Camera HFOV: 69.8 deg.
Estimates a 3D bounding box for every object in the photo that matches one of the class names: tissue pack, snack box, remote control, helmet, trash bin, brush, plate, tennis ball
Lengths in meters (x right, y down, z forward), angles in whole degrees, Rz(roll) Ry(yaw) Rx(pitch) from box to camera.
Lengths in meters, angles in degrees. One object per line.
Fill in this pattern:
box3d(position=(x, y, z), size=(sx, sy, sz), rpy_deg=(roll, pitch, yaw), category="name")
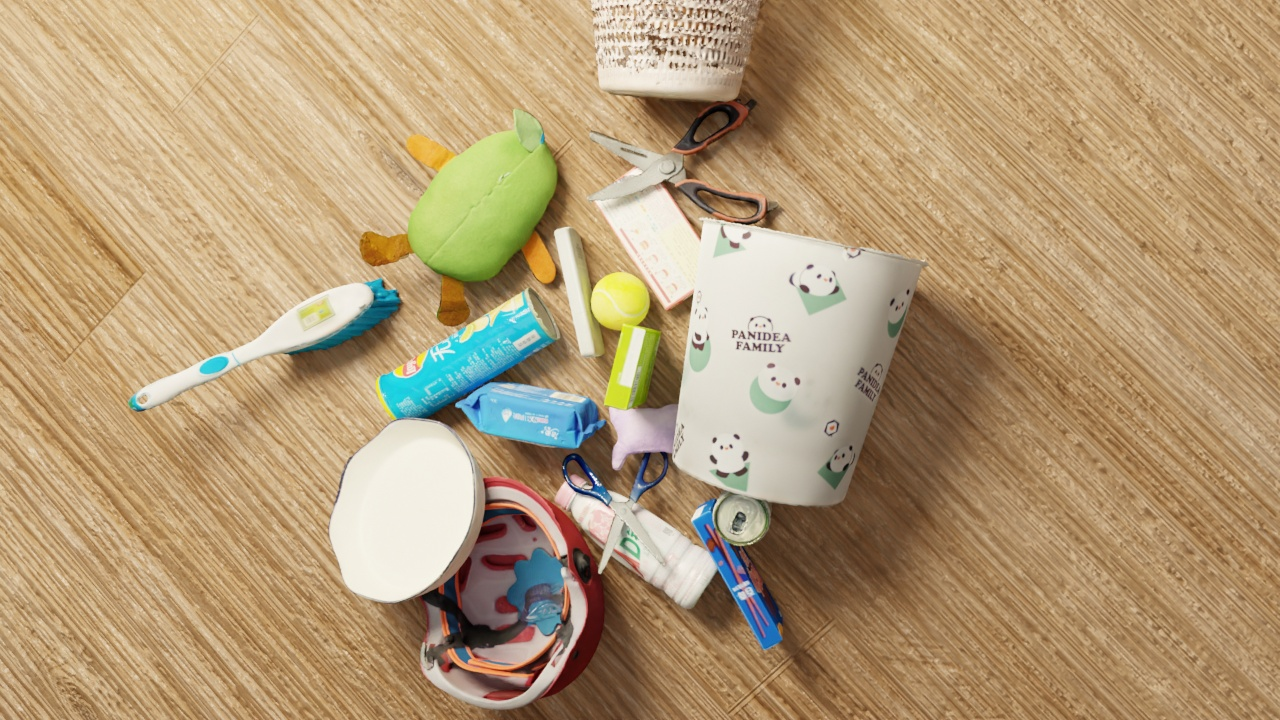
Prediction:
box3d(position=(-0.121, 0.062, 1.035), size=(0.157, 0.095, 0.052), rpy_deg=(11, 98, 9), category="tissue pack")
box3d(position=(-0.006, 0.006, 0.983), size=(0.026, 0.156, 0.086), rpy_deg=(14, 93, 7), category="snack box")
box3d(position=(-0.070, -0.077, 1.042), size=(0.021, 0.058, 0.150), rpy_deg=(-13, 88, 10), category="remote control")
box3d(position=(-0.130, 0.258, 1.017), size=(0.207, 0.144, 0.239), rpy_deg=(-14, 68, 24), category="helmet")
box3d(position=(0.036, -0.373, 0.955), size=(0.227, 0.227, 0.192), rpy_deg=(6, 104, 9), category="trash bin")
box3d(position=(-0.440, -0.016, 1.079), size=(0.315, 0.109, 0.060), rpy_deg=(-25, 89, 9), category="brush")
box3d(position=(0.147, 0.000, 0.932), size=(0.230, 0.229, 0.252), rpy_deg=(13, 98, 9), category="trash bin")
box3d(position=(-0.253, 0.165, 1.010), size=(0.205, 0.045, 0.204), rpy_deg=(-12, 66, 28), category="plate")
box3d(position=(-0.023, -0.066, 1.031), size=(0.065, 0.065, 0.065), rpy_deg=(0, 91, 9), category="tennis ball")
box3d(position=(0.019, -0.141, 1.042), size=(0.077, 0.027, 0.156), rpy_deg=(-34, 86, 8), category="snack box")
box3d(position=(0.108, 0.230, 1.004), size=(0.026, 0.084, 0.157), rpy_deg=(-30, 86, 8), category="snack box")

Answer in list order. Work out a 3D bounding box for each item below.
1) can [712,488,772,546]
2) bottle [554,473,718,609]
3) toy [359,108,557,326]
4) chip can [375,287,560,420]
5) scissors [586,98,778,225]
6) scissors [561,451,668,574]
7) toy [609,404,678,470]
box3d(position=(0.110, 0.156, 0.971), size=(0.058, 0.146, 0.058), rpy_deg=(0, 90, 9), category="can")
box3d(position=(-0.007, 0.198, 1.034), size=(0.197, 0.068, 0.068), rpy_deg=(34, 96, 11), category="bottle")
box3d(position=(-0.186, -0.166, 1.044), size=(0.227, 0.090, 0.247), rpy_deg=(44, 91, -12), category="toy")
box3d(position=(-0.199, -0.002, 1.059), size=(0.210, 0.071, 0.071), rpy_deg=(-30, 86, 8), category="chip can")
box3d(position=(0.050, -0.213, 1.023), size=(0.226, 0.015, 0.189), rpy_deg=(-34, 87, -3), category="scissors")
box3d(position=(-0.021, 0.154, 1.014), size=(0.176, 0.012, 0.162), rpy_deg=(34, 59, 22), category="scissors")
box3d(position=(0.018, 0.081, 1.035), size=(0.108, 0.039, 0.083), rpy_deg=(-4, 59, 5), category="toy")
